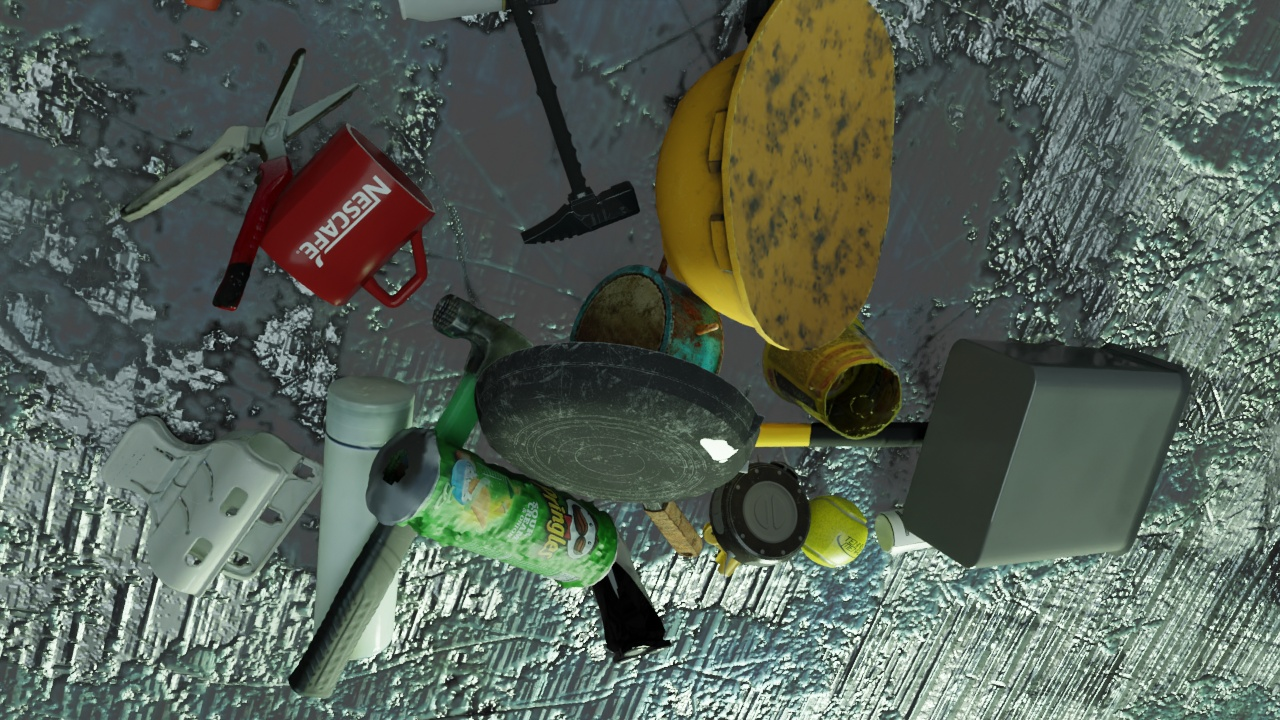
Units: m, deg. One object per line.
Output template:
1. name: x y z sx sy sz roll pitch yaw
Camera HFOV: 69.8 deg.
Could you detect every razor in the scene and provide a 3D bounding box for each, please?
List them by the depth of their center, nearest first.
1. razor: -0.023 0.203 0.830 0.057 0.060 0.156 -20 94 6

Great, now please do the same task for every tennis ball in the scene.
1. tennis ball: 0.178 0.158 0.855 0.065 0.065 0.065 -5 111 -13

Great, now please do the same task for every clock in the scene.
1. clock: -0.005 0.004 0.721 0.073 0.121 0.158 22 118 -42
2. clock: 0.106 0.134 0.827 0.091 0.044 0.122 6 71 -22

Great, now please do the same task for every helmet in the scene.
1. helmet: 0.084 -0.139 0.683 0.205 0.131 0.255 13 87 -47

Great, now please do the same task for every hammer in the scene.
1. hammer: -0.083 -0.219 0.622 0.095 0.015 0.325 -21 132 -3
2. hammer: -0.177 0.113 0.710 0.130 0.032 0.318 33 85 -50
3. hammer: 0.154 0.064 0.800 0.323 0.127 0.029 2 100 -23

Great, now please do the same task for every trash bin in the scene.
1. trash bin: 0.365 0.081 0.826 0.219 0.097 0.192 2 108 -31

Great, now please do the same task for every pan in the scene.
1. pan: 0.001 0.094 0.705 0.208 0.040 0.357 -2 147 17

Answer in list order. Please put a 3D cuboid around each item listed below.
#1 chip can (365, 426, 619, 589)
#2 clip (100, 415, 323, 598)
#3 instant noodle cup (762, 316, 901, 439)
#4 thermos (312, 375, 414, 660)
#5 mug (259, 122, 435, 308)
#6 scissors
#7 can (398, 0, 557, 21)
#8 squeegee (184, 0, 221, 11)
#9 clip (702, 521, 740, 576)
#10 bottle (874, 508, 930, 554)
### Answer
1. chip can: -0.107 0.117 0.705 0.075 0.075 0.223 -47 139 5
2. clip: -0.333 0.107 0.701 0.150 0.110 0.127 34 96 -33
3. instant noodle cup: 0.166 0.012 0.774 0.102 0.108 0.102 -4 112 -11
4. thermos: -0.225 0.127 0.741 0.068 0.068 0.230 5 108 -16
5. mug: -0.200 -0.093 0.659 0.096 0.080 0.116 -44 121 4
6. scissors: -0.281 -0.126 0.627 0.179 0.015 0.198 1 72 20
7. can: -0.117 -0.268 0.623 0.127 0.064 0.064 -12 112 -10
8. squeegee: -0.264 -0.316 0.573 0.249 0.055 0.185 15 106 -1
9. clip: 0.082 0.171 0.857 0.054 0.046 0.048 -52 138 9
10. bottle: 0.291 0.160 0.899 0.116 0.041 0.041 -8 111 -12
